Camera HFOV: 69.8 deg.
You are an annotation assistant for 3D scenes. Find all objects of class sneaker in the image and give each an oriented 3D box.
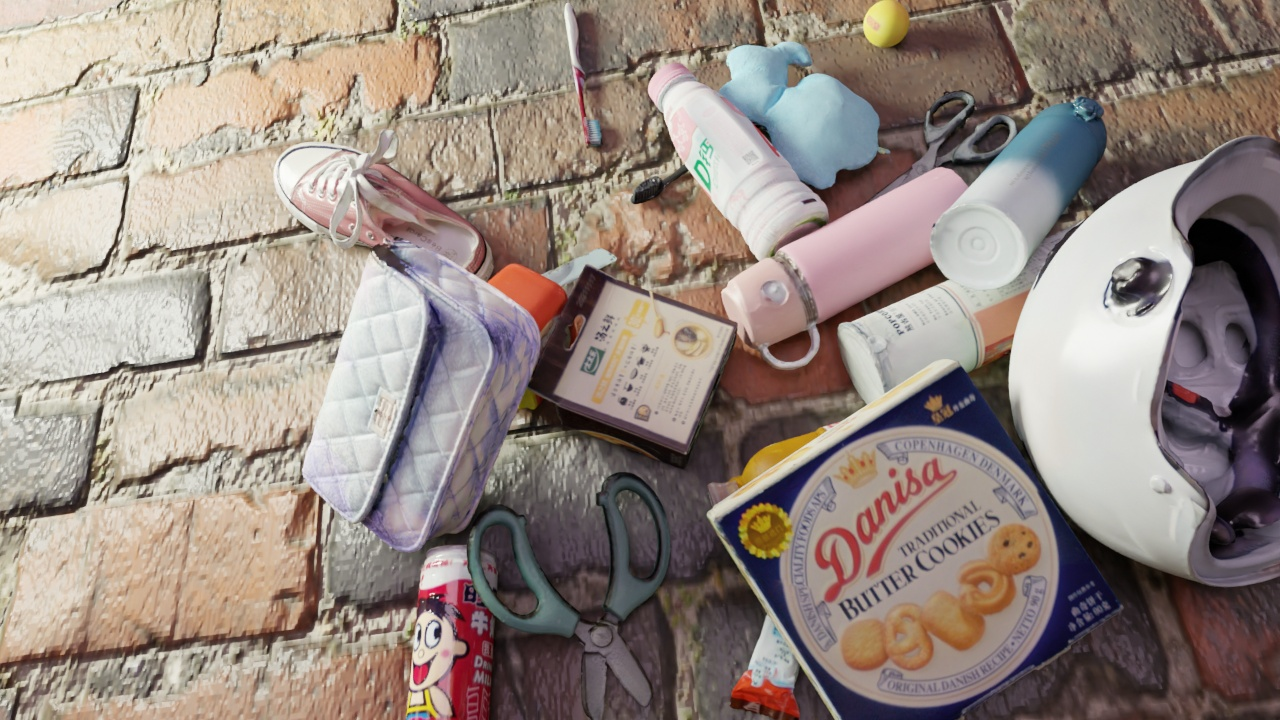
[{"bbox_3d":[-0.231,-0.139,0.788,0.241,0.088,0.118,31,72,21],"label":"sneaker"}]

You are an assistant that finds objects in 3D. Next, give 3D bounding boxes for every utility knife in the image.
[{"bbox_3d":[-0.113,-0.046,0.761,0.204,0.018,0.034,-26,74,-5],"label":"utility knife"}]

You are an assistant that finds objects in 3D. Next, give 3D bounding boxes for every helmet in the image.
[{"bbox_3d":[0.322,0.004,0.571,0.228,0.146,0.258,9,81,-33],"label":"helmet"}]

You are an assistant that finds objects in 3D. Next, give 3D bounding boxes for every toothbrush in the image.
[{"bbox_3d":[0.069,-0.190,0.808,0.189,0.018,0.014,-34,72,-10],"label":"toothbrush"},{"bbox_3d":[-0.055,-0.275,0.873,0.017,0.016,0.187,-7,62,-4],"label":"toothbrush"}]

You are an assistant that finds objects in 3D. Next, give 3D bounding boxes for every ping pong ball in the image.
[{"bbox_3d":[0.222,-0.304,0.828,0.040,0.040,0.040,-4,62,7],"label":"ping pong ball"}]

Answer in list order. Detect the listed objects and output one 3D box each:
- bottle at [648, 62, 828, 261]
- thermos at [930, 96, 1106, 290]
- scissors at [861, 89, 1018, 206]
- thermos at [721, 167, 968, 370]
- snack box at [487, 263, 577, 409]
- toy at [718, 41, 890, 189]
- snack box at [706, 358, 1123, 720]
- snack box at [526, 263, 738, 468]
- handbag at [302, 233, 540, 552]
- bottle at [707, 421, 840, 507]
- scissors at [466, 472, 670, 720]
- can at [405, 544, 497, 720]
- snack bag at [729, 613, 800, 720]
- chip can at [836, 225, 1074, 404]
[{"bbox_3d":[0.074,-0.169,0.757,0.068,0.068,0.197,-31,68,-7],"label":"bottle"},{"bbox_3d":[0.284,-0.130,0.670,0.070,0.070,0.219,30,48,22],"label":"thermos"},{"bbox_3d":[0.243,-0.158,0.765,0.151,0.014,0.170,6,64,13],"label":"scissors"},{"bbox_3d":[0.164,-0.068,0.704,0.198,0.067,0.087,-29,81,-7],"label":"thermos"},{"bbox_3d":[-0.093,-0.019,0.705,0.082,0.091,0.080,29,63,23],"label":"snack box"},{"bbox_3d":[0.140,-0.213,0.789,0.156,0.050,0.161,12,62,9],"label":"toy"},{"bbox_3d":[0.164,0.123,0.566,0.178,0.046,0.182,-33,87,-1],"label":"snack box"},{"bbox_3d":[-0.004,0.004,0.689,0.126,0.053,0.113,20,68,9],"label":"snack box"},{"bbox_3d":[-0.160,0.027,0.642,0.134,0.075,0.194,32,111,24],"label":"handbag"},{"bbox_3d":[0.141,0.076,0.628,0.189,0.068,0.068,-16,61,1],"label":"bottle"},{"bbox_3d":[-0.026,0.149,0.631,0.175,0.019,0.175,-37,81,-26],"label":"scissors"},{"bbox_3d":[-0.126,0.195,0.617,0.053,0.053,0.132,-4,62,7],"label":"can"},{"bbox_3d":[0.095,0.182,0.603,0.048,0.026,0.104,16,65,9],"label":"snack bag"},{"bbox_3d":[0.256,-0.036,0.666,0.214,0.071,0.071,-24,62,-4],"label":"chip can"}]
